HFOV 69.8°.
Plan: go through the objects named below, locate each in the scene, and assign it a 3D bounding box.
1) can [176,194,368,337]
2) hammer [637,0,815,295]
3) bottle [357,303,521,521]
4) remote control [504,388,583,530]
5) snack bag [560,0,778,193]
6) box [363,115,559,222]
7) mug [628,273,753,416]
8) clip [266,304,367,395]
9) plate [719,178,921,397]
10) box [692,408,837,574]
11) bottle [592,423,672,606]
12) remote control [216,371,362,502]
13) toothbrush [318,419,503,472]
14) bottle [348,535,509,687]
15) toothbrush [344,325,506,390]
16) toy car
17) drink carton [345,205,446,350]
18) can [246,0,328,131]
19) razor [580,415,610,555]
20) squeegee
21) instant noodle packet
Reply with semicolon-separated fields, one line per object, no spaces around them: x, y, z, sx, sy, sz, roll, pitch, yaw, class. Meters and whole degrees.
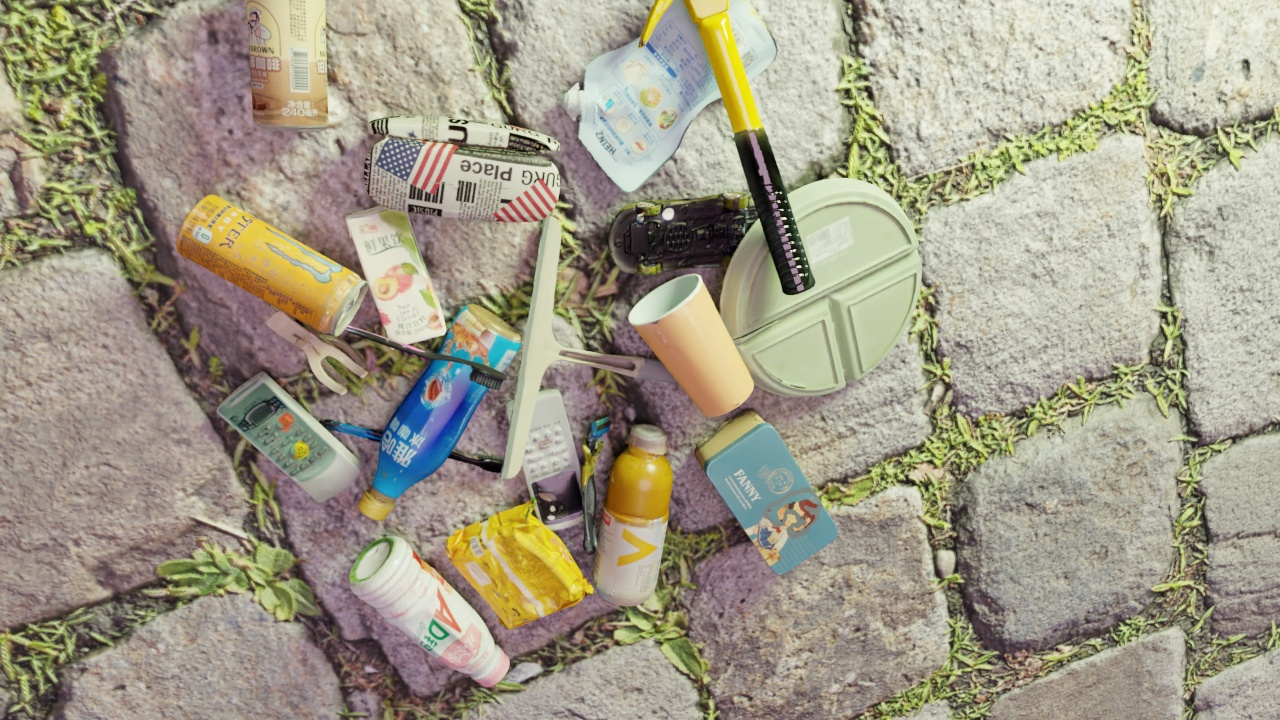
-0.307;-0.078;0.769;0.146;0.058;0.058;30;100;-7;can
0.093;-0.200;0.802;0.129;0.033;0.301;-22;105;0;hammer
-0.192;0.052;0.852;0.065;0.065;0.219;32;96;-22;bottle
-0.091;0.103;0.925;0.058;0.021;0.150;-17;112;-7;remote control
0.024;-0.250;0.817;0.191;0.039;0.110;-41;117;4;snack bag
-0.151;-0.163;0.782;0.162;0.075;0.086;4;101;-17;box
0.053;-0.011;0.869;0.078;0.078;0.123;-34;112;0;mug
-0.291;-0.014;0.823;0.035;0.072;0.100;-38;116;2;clip
0.186;-0.064;0.909;0.229;0.027;0.230;-10;116;-21;plate
0.129;0.134;0.969;0.090;0.062;0.184;-37;115;0;box
-0.005;0.158;0.941;0.068;0.068;0.190;4;108;-15;bottle
-0.324;0.074;0.855;0.056;0.019;0.135;-35;114;8;remote control
-0.217;0.083;0.894;0.189;0.016;0.014;16;109;-16;toothbrush
-0.208;0.262;0.932;0.068;0.068;0.197;-36;117;1;bottle
-0.209;-0.009;0.805;0.189;0.014;0.018;18;105;0;toothbrush
0.043;-0.121;0.864;0.158;0.042;0.070;-7;114;-17;toy car
-0.216;-0.077;0.816;0.053;0.045;0.122;-17;113;-8;drink carton
-0.281;-0.244;0.732;0.058;0.058;0.116;0;109;-14;can
-0.050;0.127;0.926;0.022;0.042;0.143;6;99;19;razor
-0.005;0.005;0.903;0.246;0.039;0.246;10;89;-24;squeegee
-0.124;0.207;0.935;0.111;0.044;0.128;-25;112;13;instant noodle packet
